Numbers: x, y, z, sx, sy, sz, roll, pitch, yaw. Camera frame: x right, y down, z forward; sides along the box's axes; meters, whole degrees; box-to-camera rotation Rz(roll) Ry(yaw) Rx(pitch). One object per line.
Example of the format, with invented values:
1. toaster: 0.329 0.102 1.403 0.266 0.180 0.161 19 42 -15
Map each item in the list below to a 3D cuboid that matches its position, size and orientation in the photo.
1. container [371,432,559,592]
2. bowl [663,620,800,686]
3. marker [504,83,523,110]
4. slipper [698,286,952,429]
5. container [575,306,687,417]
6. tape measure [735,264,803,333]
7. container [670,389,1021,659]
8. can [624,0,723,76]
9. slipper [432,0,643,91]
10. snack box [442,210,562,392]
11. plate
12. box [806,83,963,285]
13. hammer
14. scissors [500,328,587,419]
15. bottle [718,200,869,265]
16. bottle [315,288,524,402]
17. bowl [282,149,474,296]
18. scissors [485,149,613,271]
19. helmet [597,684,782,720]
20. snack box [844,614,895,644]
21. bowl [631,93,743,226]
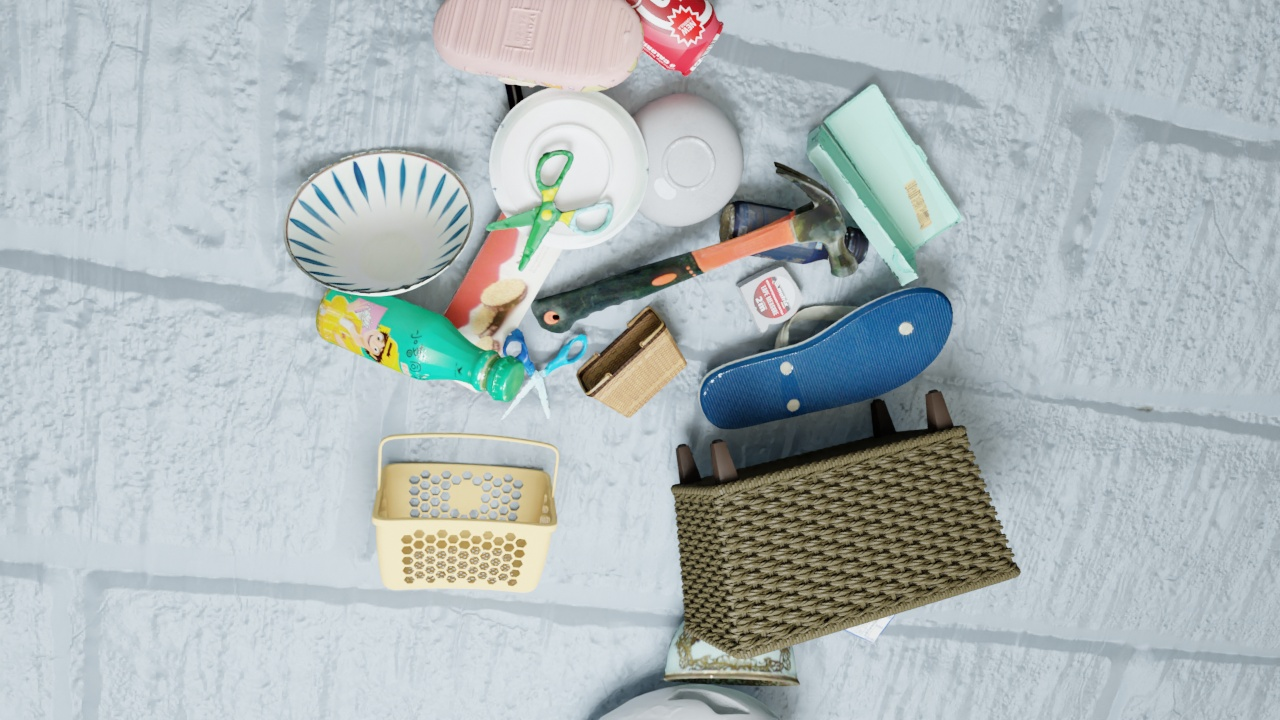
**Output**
1. container: -0.184 0.149 0.970 0.183 0.129 0.167 4 113 -11
2. bowl: 0.107 0.331 1.082 0.160 0.160 0.093 8 67 -12
3. marker: -0.124 -0.268 0.910 0.018 0.015 0.134 -5 109 13
4. slipper: 0.205 -0.001 1.030 0.295 0.060 0.118 -20 113 3
5. container: -0.006 0.006 0.994 0.114 0.063 0.061 -43 116 5
6. tape measure: 0.143 -0.070 1.016 0.062 0.020 0.060 -29 109 -1
7. container: 0.199 0.162 0.984 0.320 0.177 0.205 -11 86 -16
8. can: 0.005 -0.342 0.879 0.142 0.074 0.074 34 99 -17
9. slipper: -0.094 -0.293 0.863 0.197 0.081 0.093 6 85 6
10. snack box: -0.133 -0.099 0.946 0.076 0.044 0.273 30 100 -16
11. plate: -0.069 -0.187 0.893 0.157 0.014 0.157 0 103 -2
12. box: 0.262 -0.184 0.973 0.110 0.078 0.187 -36 110 10
13. hammer: 0.044 -0.096 0.943 0.334 0.033 0.133 -19 119 13
14. scissors: -0.114 0.011 0.981 0.127 0.014 0.129 -49 136 3
15. bottle: 0.165 -0.133 0.981 0.160 0.056 0.056 7 105 -15
16. bottle: -0.213 -0.015 0.899 0.210 0.068 0.068 21 104 14
17. bowl: -0.247 -0.116 0.892 0.177 0.177 0.071 -8 149 -7
18. scissors: -0.083 -0.138 0.890 0.121 0.012 0.128 25 100 -7
19. helmet: 0.052 0.484 1.076 0.283 0.183 0.224 -20 136 13
20. snack box: 0.201 0.267 1.110 0.226 0.059 0.059 29 103 -16
21. bowl: 0.042 -0.202 0.934 0.131 0.064 0.132 -3 107 -9
